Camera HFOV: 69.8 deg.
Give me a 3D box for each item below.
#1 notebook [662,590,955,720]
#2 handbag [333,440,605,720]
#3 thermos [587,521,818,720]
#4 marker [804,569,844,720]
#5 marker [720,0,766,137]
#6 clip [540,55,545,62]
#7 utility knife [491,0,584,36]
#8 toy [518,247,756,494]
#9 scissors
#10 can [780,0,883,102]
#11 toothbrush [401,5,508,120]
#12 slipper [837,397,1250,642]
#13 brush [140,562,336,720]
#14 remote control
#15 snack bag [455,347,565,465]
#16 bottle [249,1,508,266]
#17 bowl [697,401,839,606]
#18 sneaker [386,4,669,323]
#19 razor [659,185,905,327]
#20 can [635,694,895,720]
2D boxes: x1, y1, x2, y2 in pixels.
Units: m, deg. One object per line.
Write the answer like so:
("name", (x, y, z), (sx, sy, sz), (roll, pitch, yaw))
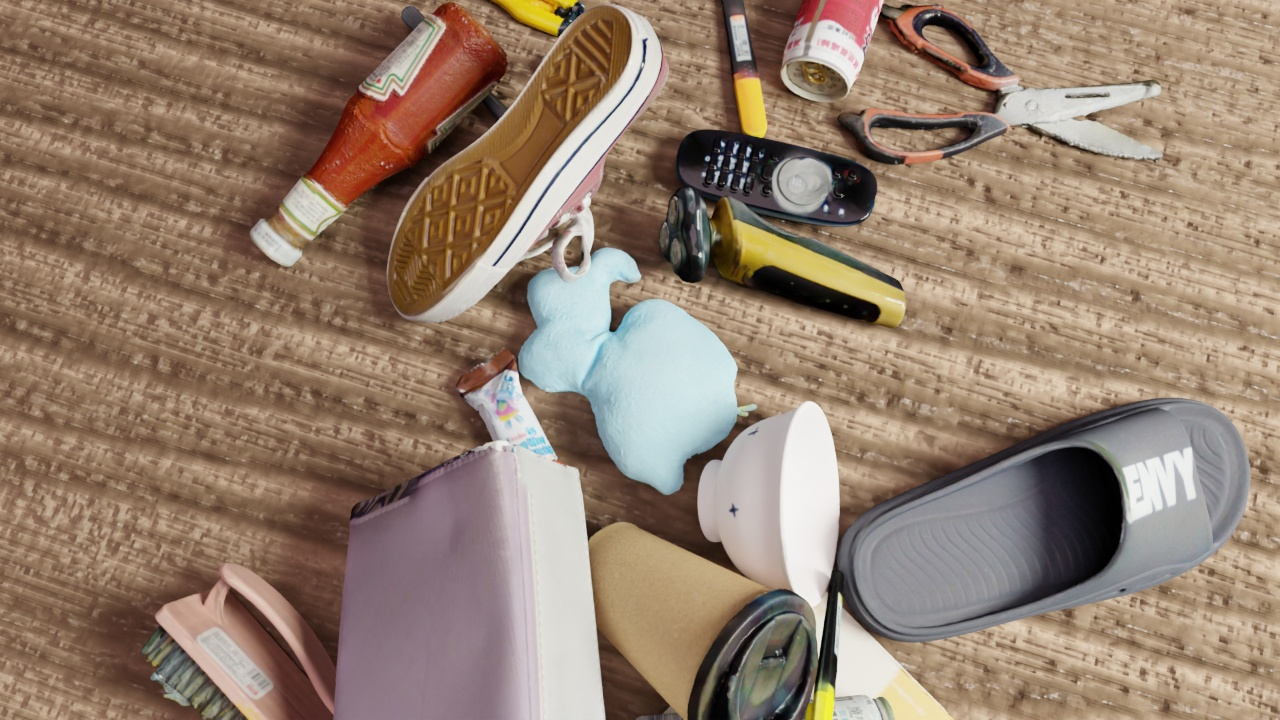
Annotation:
("notebook", (0.079, 0.250, 0.550), (0.206, 0.010, 0.146), (-44, 80, -8))
("handbag", (-0.097, 0.163, 0.503), (0.145, 0.098, 0.196), (-18, 61, 22))
("thermos", (0.027, 0.148, 0.510), (0.143, 0.093, 0.093), (23, 76, 43))
("marker", (0.103, 0.172, 0.513), (0.015, 0.018, 0.123), (1, 47, 19))
("marker", (0.072, -0.211, 0.647), (0.018, 0.015, 0.123), (-7, 75, -2))
("clip", (-0.046, -0.198, 0.644), (0.058, 0.044, 0.027), (37, 82, 13))
("utility knife", (-0.116, -0.277, 0.662), (0.177, 0.015, 0.033), (27, 77, 6))
("toy", (-0.003, 0.003, 0.585), (0.156, 0.050, 0.161), (3, 73, 11))
("scissors", (0.246, -0.181, 0.637), (0.189, 0.015, 0.224), (-40, 80, -7))
("can", (0.140, -0.249, 0.633), (0.053, 0.053, 0.132), (19, 79, 5))
("toothbrush", (-0.106, -0.181, 0.643), (0.015, 0.018, 0.181), (-42, 83, -5))
("slipper", (0.252, 0.098, 0.544), (0.268, 0.083, 0.110), (-18, 80, -4))
("brush", (-0.217, 0.191, 0.540), (0.145, 0.063, 0.073), (43, 92, 8))
("remote control", (0.091, -0.122, 0.622), (0.136, 0.024, 0.053), (14, 79, 3))
("snack bag", (-0.079, 0.046, 0.587), (0.045, 0.026, 0.105), (-32, 79, 12))
("bottle", (-0.176, -0.146, 0.609), (0.060, 0.060, 0.206), (44, 91, 9))
("bowl", (0.073, 0.084, 0.547), (0.065, 0.118, 0.118), (-2, 76, 27))
("sneaker", (-0.063, -0.108, 0.580), (0.241, 0.087, 0.118), (-45, 58, 19))
("razor", (0.092, -0.060, 0.596), (0.167, 0.062, 0.067), (20, 57, -1))
("can", (0.070, 0.225, 0.519), (0.147, 0.058, 0.058), (-5, 78, 0))
